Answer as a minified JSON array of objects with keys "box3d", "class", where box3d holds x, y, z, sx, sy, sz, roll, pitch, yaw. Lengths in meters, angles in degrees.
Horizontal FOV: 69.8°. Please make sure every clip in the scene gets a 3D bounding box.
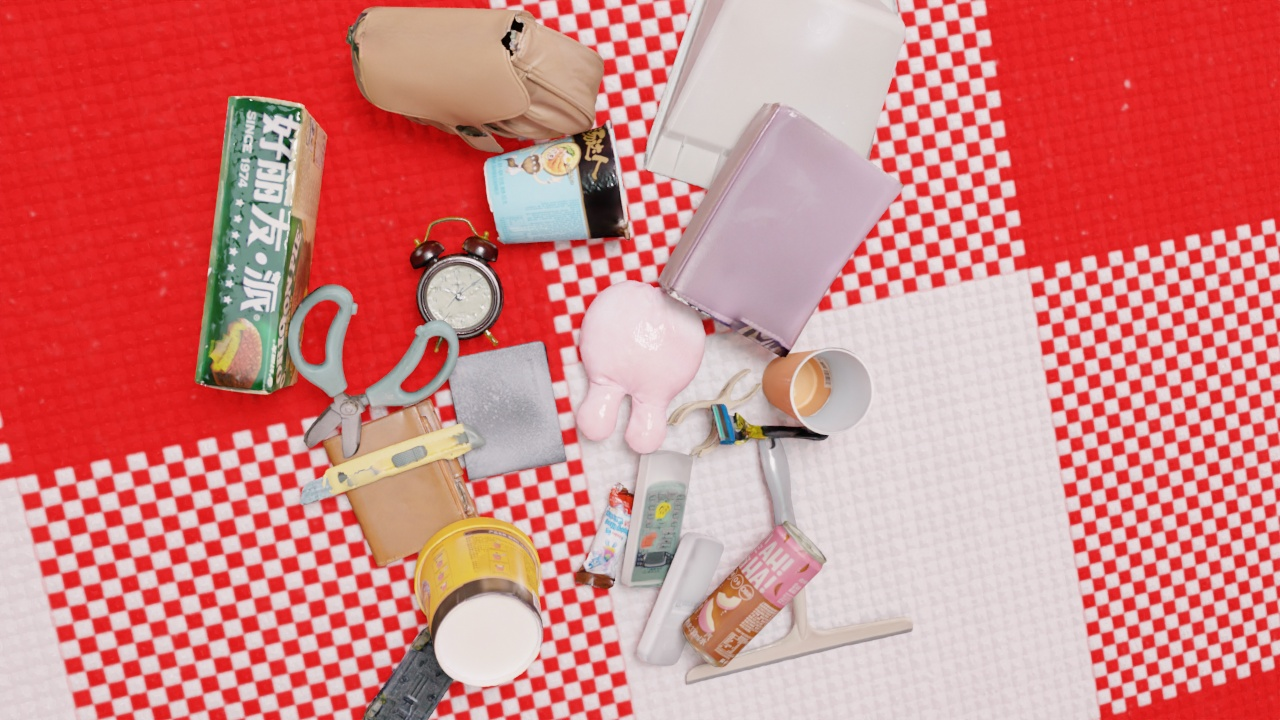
[{"box3d":[0.065,0.042,0.902,0.089,0.035,0.104,30,83,-10],"class":"clip"}]

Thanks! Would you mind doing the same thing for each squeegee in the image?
[{"box3d":[0.149,0.187,0.919,0.246,0.039,0.246,-10,94,-8],"class":"squeegee"}]

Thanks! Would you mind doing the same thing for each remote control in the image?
[{"box3d":[0.039,0.235,0.903,0.055,0.020,0.136,22,90,-46],"class":"remote control"},{"box3d":[0.017,0.154,0.892,0.056,0.019,0.135,6,96,-36],"class":"remote control"}]

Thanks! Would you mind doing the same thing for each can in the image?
[{"box3d":[0.108,0.223,0.876,0.058,0.058,0.147,42,96,-9],"class":"can"}]

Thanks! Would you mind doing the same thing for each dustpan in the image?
[{"box3d":[0.145,-0.298,0.910,0.222,0.142,0.258,16,119,-9],"class":"dustpan"}]

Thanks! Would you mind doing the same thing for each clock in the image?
[{"box3d":[-0.169,-0.071,0.847,0.082,0.055,0.122,-7,97,-8],"class":"clock"}]

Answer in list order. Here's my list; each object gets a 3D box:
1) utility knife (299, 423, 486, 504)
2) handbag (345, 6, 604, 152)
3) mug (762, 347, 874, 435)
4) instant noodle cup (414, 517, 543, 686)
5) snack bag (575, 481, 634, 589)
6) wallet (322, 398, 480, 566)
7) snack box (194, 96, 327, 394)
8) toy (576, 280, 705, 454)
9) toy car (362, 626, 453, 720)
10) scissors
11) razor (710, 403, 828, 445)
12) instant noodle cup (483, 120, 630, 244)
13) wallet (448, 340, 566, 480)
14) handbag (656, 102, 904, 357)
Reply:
[{"box3d":[-0.228,0.094,0.840,0.175,0.019,0.031,-19,89,0],"class":"utility knife"},{"box3d":[-0.139,-0.238,0.778,0.205,0.147,0.100,10,89,24],"class":"handbag"},{"box3d":[0.161,0.024,0.870,0.078,0.123,0.078,-1,93,-9],"class":"mug"},{"box3d":[-0.141,0.219,0.824,0.118,0.114,0.118,-5,109,-14],"class":"instant noodle cup"},{"box3d":[-0.028,0.172,0.896,0.045,0.026,0.105,23,88,-33],"class":"snack bag"},{"box3d":[-0.222,0.114,0.861,0.107,0.031,0.132,-23,97,-5],"class":"wallet"},{"box3d":[-0.323,-0.095,0.793,0.063,0.114,0.240,8,92,-10],"class":"snack box"},{"box3d":[-0.005,0.005,0.876,0.121,0.054,0.159,17,84,-2],"class":"toy"},{"box3d":[-0.213,0.309,0.871,0.054,0.037,0.120,36,77,-8],"class":"toy car"},{"box3d":[-0.254,0.004,0.798,0.174,0.019,0.176,-40,124,5],"class":"scissors"},{"box3d":[0.128,0.069,0.902,0.142,0.022,0.042,5,59,-30],"class":"razor"},{"box3d":[-0.077,-0.153,0.837,0.120,0.111,0.111,-10,94,-1],"class":"instant noodle cup"},{"box3d":[-0.128,0.048,0.881,0.097,0.019,0.121,-11,93,-10],"class":"wallet"},{"box3d":[0.127,-0.120,0.856,0.145,0.098,0.197,30,100,-11],"class":"handbag"}]
